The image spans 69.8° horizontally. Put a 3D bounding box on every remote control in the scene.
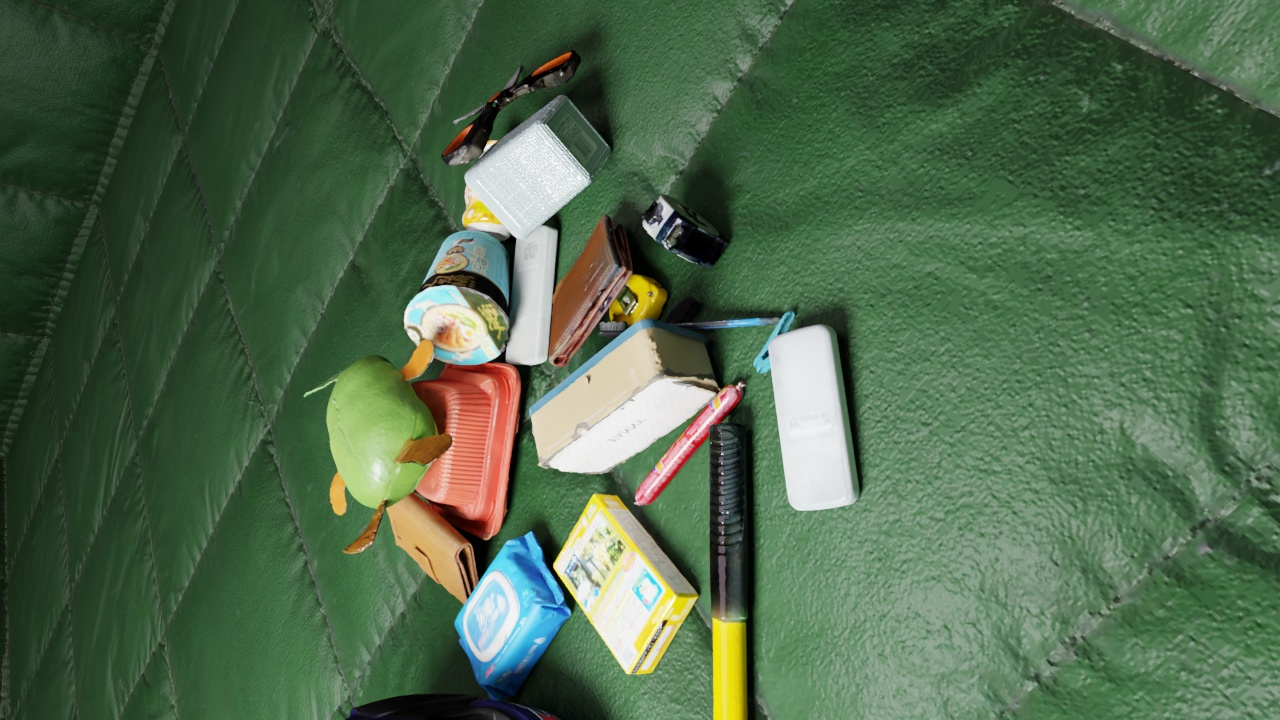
[{"bbox_3d":[-0.115,-0.069,0.978,0.058,0.021,0.150,-6,76,48],"label":"remote control"},{"bbox_3d":[0.129,0.043,0.685,0.056,0.020,0.136,-16,75,39],"label":"remote control"}]

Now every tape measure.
[{"bbox_3d":[0.035,-0.114,0.796,0.034,0.065,0.066,-54,49,17],"label":"tape measure"},{"bbox_3d":[-0.006,-0.052,0.853,0.057,0.028,0.060,46,114,43],"label":"tape measure"}]

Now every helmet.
[{"bbox_3d":[-0.186,0.411,0.776,0.316,0.240,0.247,-25,64,40],"label":"helmet"}]

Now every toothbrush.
[{"bbox_3d":[0.038,-0.032,0.792,0.190,0.014,0.016,-3,78,37],"label":"toothbrush"},{"bbox_3d":[-0.005,0.005,0.853,0.190,0.017,0.014,-47,51,33],"label":"toothbrush"}]

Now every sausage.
[{"bbox_3d":[0.040,0.072,0.781,0.156,0.020,0.020,-52,48,24],"label":"sausage"}]

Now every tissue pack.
[{"bbox_3d":[-0.129,0.252,0.891,0.157,0.052,0.095,-58,46,20],"label":"tissue pack"}]

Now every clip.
[{"bbox_3d":[0.110,-0.011,0.730,0.055,0.013,0.034,-52,47,25],"label":"clip"}]

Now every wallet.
[{"bbox_3d":[-0.051,-0.066,0.872,0.125,0.032,0.101,-55,23,26],"label":"wallet"},{"bbox_3d":[-0.223,0.193,0.973,0.132,0.031,0.108,33,141,31],"label":"wallet"}]

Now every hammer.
[{"bbox_3d":[0.069,0.199,0.707,0.129,0.032,0.300,-13,71,44],"label":"hammer"}]

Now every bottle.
[{"bbox_3d":[-0.165,-0.191,1.033,0.063,0.063,0.108,-8,74,46],"label":"bottle"}]

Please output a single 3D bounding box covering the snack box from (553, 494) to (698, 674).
[{"bbox_3d":[-0.017,0.192,0.801,0.140,0.033,0.087,43,111,42],"label":"snack box"}]

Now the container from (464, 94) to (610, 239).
[{"bbox_3d":[-0.100,-0.199,0.929,0.112,0.090,0.089,-30,23,36],"label":"container"}]

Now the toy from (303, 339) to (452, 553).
[{"bbox_3d":[-0.266,0.075,0.938,0.227,0.090,0.246,-54,40,14],"label":"toy"}]

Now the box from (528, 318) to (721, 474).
[{"bbox_3d":[-0.013,0.034,0.796,0.185,0.089,0.061,-38,54,31],"label":"box"}]

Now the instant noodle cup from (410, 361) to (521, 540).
[{"bbox_3d":[-0.203,0.089,0.992,0.165,0.079,0.189,6,89,51],"label":"instant noodle cup"}]

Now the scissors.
[{"bbox_3d":[-0.150,-0.276,0.998,0.235,0.022,0.220,-12,37,41],"label":"scissors"}]

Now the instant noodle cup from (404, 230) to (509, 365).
[{"bbox_3d":[-0.188,-0.075,0.987,0.111,0.111,0.120,-39,33,34],"label":"instant noodle cup"}]
